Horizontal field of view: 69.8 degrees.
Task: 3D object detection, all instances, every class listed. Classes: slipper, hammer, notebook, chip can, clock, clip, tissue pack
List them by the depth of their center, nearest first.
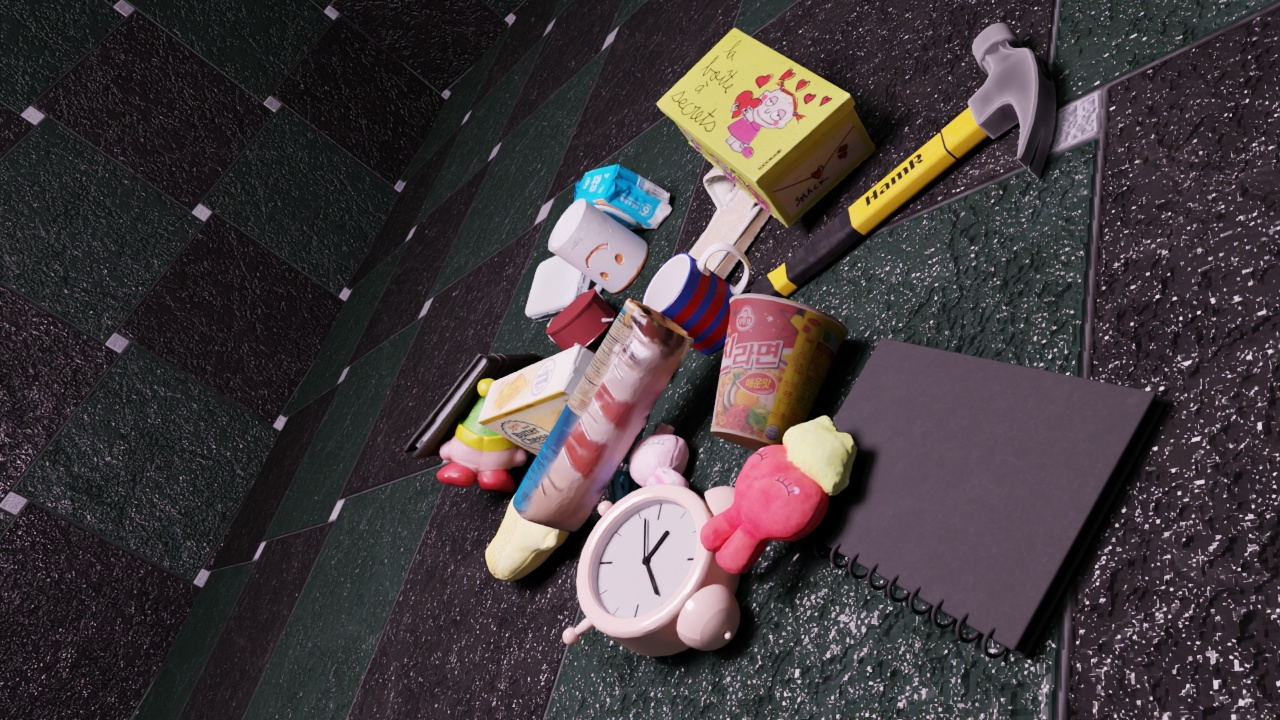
[{"bbox_3d":[0.193,0.075,0.597,0.169,0.019,0.232,-59,25,-5],"label":"notebook"},{"bbox_3d":[0.022,0.172,0.743,0.161,0.086,0.130,-18,45,41],"label":"clock"},{"bbox_3d":[0.211,-0.136,0.795,0.326,0.034,0.169,-40,31,35],"label":"hammer"},{"bbox_3d":[-0.037,0.057,0.869,0.230,0.079,0.080,-60,24,10],"label":"chip can"},{"bbox_3d":[-0.017,0.097,0.917,0.120,0.033,0.118,-142,69,-69],"label":"clip"},{"bbox_3d":[0.110,-0.185,1.005,0.272,0.054,0.114,-61,30,-5],"label":"slipper"},{"bbox_3d":[-0.077,-0.050,1.174,0.087,0.044,0.124,-42,15,-2],"label":"clock"},{"bbox_3d":[-0.215,0.058,1.212,0.169,0.029,0.209,-53,-12,9],"label":"notebook"},{"bbox_3d":[-0.027,-0.215,1.238,0.144,0.092,0.061,15,82,64],"label":"tissue pack"}]

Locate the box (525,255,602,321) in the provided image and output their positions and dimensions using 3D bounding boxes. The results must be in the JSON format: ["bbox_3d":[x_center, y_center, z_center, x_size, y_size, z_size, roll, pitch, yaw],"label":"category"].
[{"bbox_3d":[-0.114,-0.111,1.327,0.214,0.063,0.118,2,65,61],"label":"box"}]

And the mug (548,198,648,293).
[{"bbox_3d":[-0.055,-0.148,1.193,0.082,0.105,0.082,-42,29,30],"label":"mug"}]

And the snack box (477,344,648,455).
[{"bbox_3d":[-0.089,0.052,1.027,0.208,0.104,0.057,-20,44,52],"label":"snack box"}]

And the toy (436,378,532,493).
[{"bbox_3d":[-0.184,0.095,1.135,0.097,0.124,0.131,107,173,-77],"label":"toy"}]

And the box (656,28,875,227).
[{"bbox_3d":[0.120,-0.243,0.932,0.124,0.079,0.221,-41,45,7],"label":"box"}]

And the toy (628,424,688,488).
[{"bbox_3d":[0.017,0.102,0.849,0.064,0.047,0.110,-55,27,26],"label":"toy"}]

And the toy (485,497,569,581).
[{"bbox_3d":[-0.109,0.161,0.989,0.170,0.064,0.155,-60,20,-7],"label":"toy"}]

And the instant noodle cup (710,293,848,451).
[{"bbox_3d":[0.104,0.015,0.744,0.100,0.100,0.112,0,68,61],"label":"instant noodle cup"}]

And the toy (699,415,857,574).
[{"bbox_3d":[0.098,0.096,0.660,0.135,0.045,0.091,-45,24,8],"label":"toy"}]

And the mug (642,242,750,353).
[{"bbox_3d":[0.066,-0.068,0.918,0.112,0.076,0.074,-43,29,27],"label":"mug"}]

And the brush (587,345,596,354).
[{"bbox_3d":[-0.099,0.019,1.185,0.127,0.017,0.048,-21,43,52],"label":"brush"}]
